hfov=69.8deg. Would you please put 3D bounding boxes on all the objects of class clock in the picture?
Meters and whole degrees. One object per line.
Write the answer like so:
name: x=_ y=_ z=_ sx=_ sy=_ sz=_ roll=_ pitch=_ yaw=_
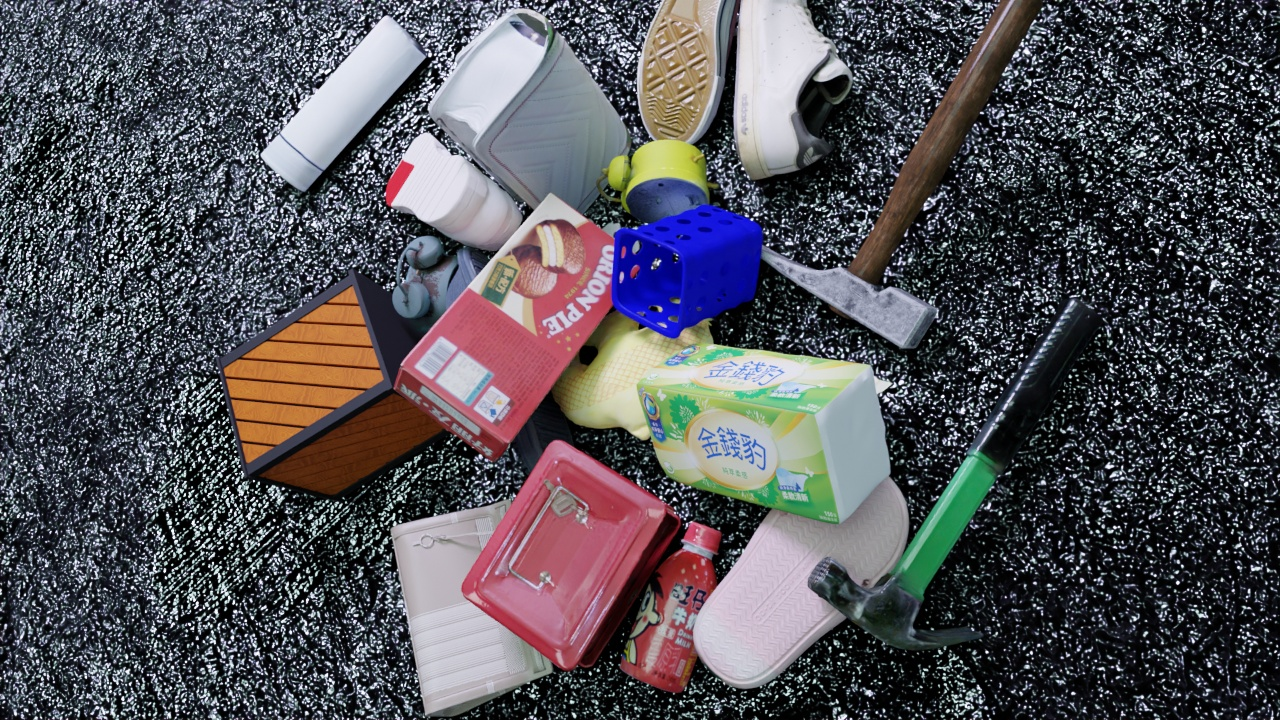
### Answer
clock: x=0.014 y=-0.173 z=0.909 sx=0.119 sy=0.083 sz=0.057 roll=-5 pitch=65 yaw=17
clock: x=-0.209 y=-0.076 z=0.940 sx=0.053 sy=0.124 sz=0.090 roll=5 pitch=75 yaw=20

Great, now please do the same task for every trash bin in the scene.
trash bin: x=-0.300 y=0.032 z=0.933 sx=0.172 sy=0.139 sz=0.139 roll=-30 pitch=64 yaw=10

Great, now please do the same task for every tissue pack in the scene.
tissue pack: x=0.117 y=0.039 z=0.766 sx=0.198 sy=0.120 sz=0.141 roll=15 pitch=39 yaw=41

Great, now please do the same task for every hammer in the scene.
hammer: x=0.218 y=-0.189 z=0.801 sx=0.218 sy=0.037 sz=0.301 roll=36 pitch=109 yaw=27
hammer: x=0.272 y=0.085 z=0.729 sx=0.130 sy=0.032 sz=0.318 roll=36 pitch=81 yaw=0

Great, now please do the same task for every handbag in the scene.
handbag: x=-0.102 y=-0.236 z=0.912 sx=0.096 sy=0.198 sz=0.142 roll=38 pitch=88 yaw=29
handbag: x=-0.118 y=0.213 z=0.858 sx=0.198 sy=0.062 sz=0.175 roll=-20 pitch=66 yaw=5

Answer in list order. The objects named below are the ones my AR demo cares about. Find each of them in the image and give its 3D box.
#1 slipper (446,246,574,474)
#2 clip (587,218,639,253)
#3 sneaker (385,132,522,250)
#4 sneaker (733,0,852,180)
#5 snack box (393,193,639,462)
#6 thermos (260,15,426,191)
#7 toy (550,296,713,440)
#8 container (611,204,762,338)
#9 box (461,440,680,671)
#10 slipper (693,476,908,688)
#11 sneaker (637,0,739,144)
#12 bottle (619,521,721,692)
slipper: x=-0.141 y=0.015 z=0.907 sx=0.083 sy=0.101 sz=0.263 roll=-29 pitch=70 yaw=19
clip: x=-0.030 y=-0.115 z=0.946 sx=0.054 sy=0.043 sz=0.101 roll=-27 pitch=65 yaw=24
sneaker: x=-0.196 y=-0.174 z=0.994 sx=0.090 sy=0.104 sz=0.237 roll=-58 pitch=35 yaw=0
sneaker: x=0.154 y=-0.294 z=0.888 sx=0.102 sy=0.089 sz=0.241 roll=1 pitch=77 yaw=30
snack box: x=-0.106 y=-0.035 z=0.836 sx=0.113 sy=0.060 sz=0.235 roll=36 pitch=60 yaw=-3
thermos: x=-0.359 y=-0.310 z=1.113 sx=0.230 sy=0.068 sz=0.068 roll=-48 pitch=63 yaw=0
toy: x=-0.005 y=0.005 z=0.870 sx=0.170 sy=0.064 sz=0.154 roll=-27 pitch=51 yaw=6
container: x=0.044 y=-0.086 z=0.836 sx=0.085 sy=0.113 sz=0.085 roll=29 pitch=128 yaw=34
box: x=-0.057 y=0.165 z=0.791 sx=0.137 sy=0.127 sz=0.157 roll=32 pitch=84 yaw=17
slipper: x=0.134 y=0.175 z=0.758 sx=0.107 sy=0.056 sz=0.221 roll=40 pitch=79 yaw=20
sneaker: x=0.063 y=-0.337 z=0.945 sx=0.118 sy=0.087 sz=0.241 roll=18 pitch=102 yaw=14
bottle: x=0.033 y=0.207 z=0.785 sx=0.062 sy=0.062 sz=0.137 roll=16 pitch=79 yaw=25
